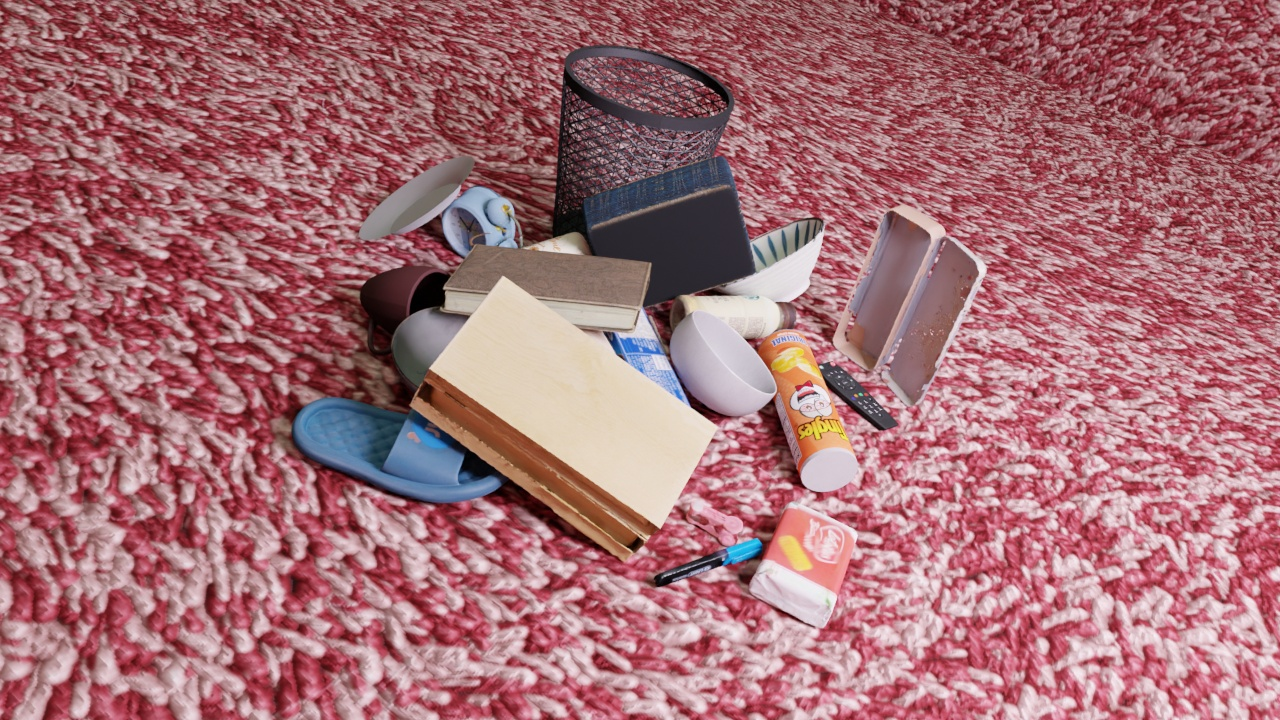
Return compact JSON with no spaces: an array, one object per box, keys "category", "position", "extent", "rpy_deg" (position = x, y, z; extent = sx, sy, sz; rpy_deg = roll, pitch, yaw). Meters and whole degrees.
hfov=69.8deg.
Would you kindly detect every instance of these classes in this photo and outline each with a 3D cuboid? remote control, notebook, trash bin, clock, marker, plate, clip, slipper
[{"category":"remote control","position":[0.265,0.044,1.131],"extent":[0.039,0.010,0.124],"rpy_deg":[-13,46,-34]},{"category":"notebook","position":[-0.099,-0.093,1.031],"extent":[0.215,0.034,0.189],"rpy_deg":[6,28,3]},{"category":"trash bin","position":[-0.015,-0.254,1.213],"extent":[0.217,0.244,0.216],"rpy_deg":[11,37,-8]},{"category":"clock","position":[-0.196,-0.169,1.160],"extent":[0.125,0.089,0.051],"rpy_deg":[17,38,27]},{"category":"marker","position":[0.066,0.190,0.859],"extent":[0.122,0.018,0.015],"rpy_deg":[-11,43,-31]},{"category":"plate","position":[-0.278,-0.199,1.161],"extent":[0.173,0.019,0.172],"rpy_deg":[-24,32,16]},{"category":"clip","position":[0.071,0.163,0.901],"extent":[0.059,0.038,0.022],"rpy_deg":[30,42,16]},{"category":"slipper","position":[-0.221,0.077,0.863],"extent":[0.213,0.059,0.103],"rpy_deg":[13,39,-3]}]

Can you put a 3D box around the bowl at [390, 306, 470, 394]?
[{"category":"bowl","position":[-0.189,0.010,0.960],"extent":[0.150,0.057,0.150],"rpy_deg":[13,37,-10]}]

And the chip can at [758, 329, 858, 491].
[{"category":"chip can","position":[0.187,0.052,1.048],"extent":[0.062,0.062,0.210],"rpy_deg":[6,38,-14]}]

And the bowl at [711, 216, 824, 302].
[{"category":"bowl","position":[0.179,-0.118,1.234],"extent":[0.071,0.178,0.176],"rpy_deg":[60,35,-17]}]

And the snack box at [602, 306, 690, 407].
[{"category":"snack box","position":[-0.006,0.006,1.037],"extent":[0.059,0.059,0.226],"rpy_deg":[2,40,-23]}]

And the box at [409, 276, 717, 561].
[{"category":"box","position":[-0.068,0.051,0.848],"extent":[0.249,0.123,0.140],"rpy_deg":[36,34,-3]}]

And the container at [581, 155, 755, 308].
[{"category":"container","position":[0.036,-0.151,1.130],"extent":[0.187,0.145,0.071],"rpy_deg":[-16,42,6]}]

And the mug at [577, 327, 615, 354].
[{"category":"mug","position":[-0.070,0.027,0.978],"extent":[0.111,0.085,0.104],"rpy_deg":[-27,53,-7]}]

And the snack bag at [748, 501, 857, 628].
[{"category":"snack bag","position":[0.157,0.192,0.877],"extent":[0.077,0.036,0.115],"rpy_deg":[25,37,12]}]

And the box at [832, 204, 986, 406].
[{"category":"box","position":[0.325,-0.063,1.122],"extent":[0.058,0.217,0.154],"rpy_deg":[-18,47,-35]}]

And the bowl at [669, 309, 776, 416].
[{"category":"bowl","position":[0.085,0.011,1.042],"extent":[0.132,0.064,0.131],"rpy_deg":[38,22,-18]}]

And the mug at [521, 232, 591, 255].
[{"category":"mug","position":[-0.110,-0.093,1.130],"extent":[0.097,0.081,0.122],"rpy_deg":[-13,72,-24]}]

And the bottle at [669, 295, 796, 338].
[{"category":"bottle","position":[0.120,-0.055,1.166],"extent":[0.162,0.057,0.056],"rpy_deg":[-2,40,-23]}]

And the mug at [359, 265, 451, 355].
[{"category":"mug","position":[-0.269,-0.055,1.011],"extent":[0.088,0.087,0.113],"rpy_deg":[13,62,25]}]
